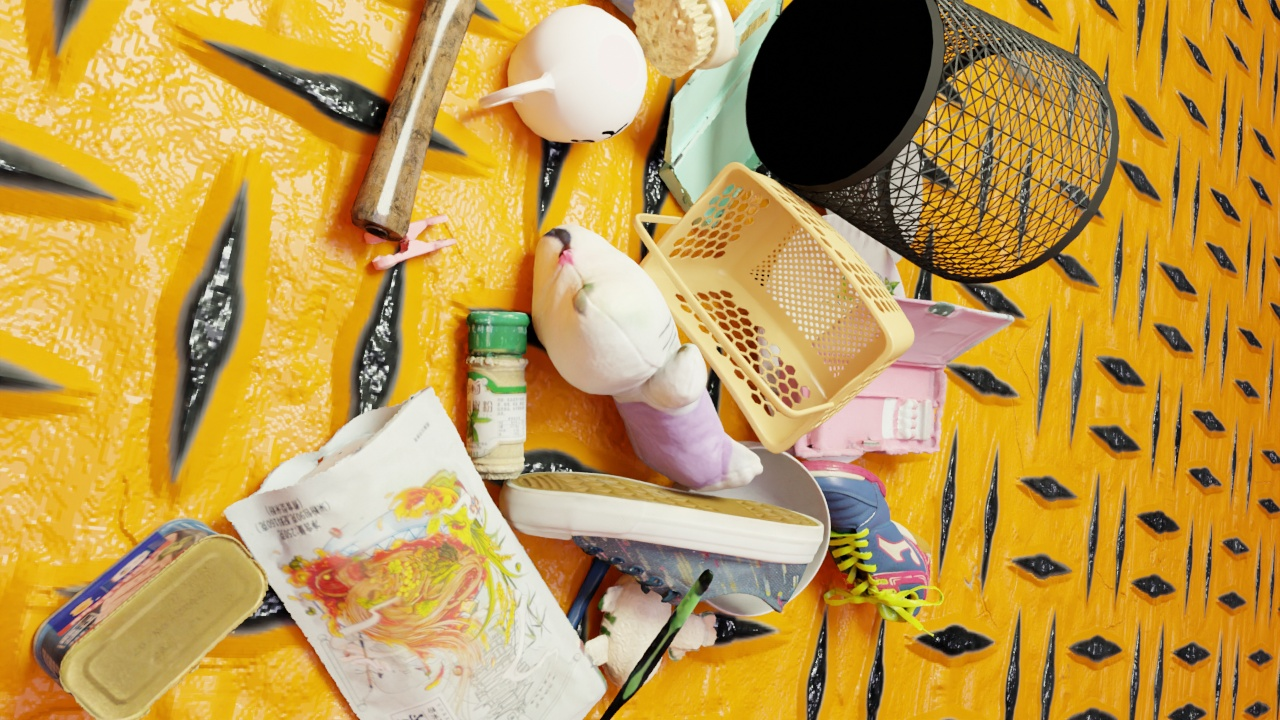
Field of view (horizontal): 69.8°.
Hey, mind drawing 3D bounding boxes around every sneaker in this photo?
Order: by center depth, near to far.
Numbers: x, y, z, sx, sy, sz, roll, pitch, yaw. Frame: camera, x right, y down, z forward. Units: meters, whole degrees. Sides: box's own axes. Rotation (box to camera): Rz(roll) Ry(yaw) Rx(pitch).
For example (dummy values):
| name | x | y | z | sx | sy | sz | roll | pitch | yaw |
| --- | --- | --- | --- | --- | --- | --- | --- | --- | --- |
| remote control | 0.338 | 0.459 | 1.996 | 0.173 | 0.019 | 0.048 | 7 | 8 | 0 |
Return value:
| name | x | y | z | sx | sy | sz | roll | pitch | yaw |
| --- | --- | --- | --- | --- | --- | --- | --- | --- | --- |
| sneaker | 0.015 | 0.131 | 0.637 | 0.235 | 0.087 | 0.079 | 12 | 93 | -17 |
| sneaker | 0.201 | 0.168 | 0.818 | 0.242 | 0.116 | 0.090 | 42 | 53 | -40 |

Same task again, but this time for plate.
| name | x | y | z | sx | sy | sz | roll | pitch | yaw |
| --- | --- | --- | --- | --- | --- | --- | --- | --- | --- |
| plate | 0.173 | -0.019 | 0.849 | 0.228 | 0.030 | 0.229 | -2 | 94 | -42 |
| plate | 0.223 | -0.176 | 0.903 | 0.172 | 0.019 | 0.173 | 0 | 90 | -42 |

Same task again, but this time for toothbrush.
| name | x | y | z | sx | sy | sz | roll | pitch | yaw |
| --- | --- | --- | --- | --- | --- | --- | --- | --- | --- |
| toothbrush | 0.004 | 0.215 | 0.644 | 0.017 | 0.014 | 0.188 | -1 | 127 | -54 |
| toothbrush | -0.039 | 0.176 | 0.670 | 0.016 | 0.017 | 0.189 | 45 | 62 | -32 |

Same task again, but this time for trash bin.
| name | x | y | z | sx | sy | sz | roll | pitch | yaw |
| --- | --- | --- | --- | --- | --- | --- | --- | --- | --- |
| trash bin | 0.226 | -0.190 | 0.741 | 0.242 | 0.217 | 0.217 | 9 | 84 | -42 |

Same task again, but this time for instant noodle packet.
| name | x | y | z | sx | sy | sz | roll | pitch | yaw |
| --- | --- | --- | --- | --- | --- | --- | --- | --- | --- |
| instant noodle packet | -0.123 | 0.161 | 0.567 | 0.146 | 0.057 | 0.269 | -34 | 113 | -23 |

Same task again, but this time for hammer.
| name | x | y | z | sx | sy | sz | roll | pitch | yaw |
| --- | --- | --- | --- | --- | --- | --- | --- | --- | --- |
| hammer | -0.125 | -0.233 | 0.577 | 0.120 | 0.033 | 0.329 | 25 | 71 | -35 |

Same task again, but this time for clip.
| name | x | y | z | sx | sy | sz | roll | pitch | yaw |
| --- | --- | --- | --- | --- | --- | --- | --- | --- | --- |
| clip | -0.142 | -0.068 | 0.577 | 0.059 | 0.023 | 0.041 | -15 | 103 | -35 |

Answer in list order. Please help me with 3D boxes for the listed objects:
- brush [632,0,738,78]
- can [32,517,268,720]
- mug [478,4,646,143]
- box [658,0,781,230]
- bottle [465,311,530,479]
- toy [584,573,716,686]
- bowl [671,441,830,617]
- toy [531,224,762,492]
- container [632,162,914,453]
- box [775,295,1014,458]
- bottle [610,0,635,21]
| name | x | y | z | sx | sy | sz | roll | pitch | yaw |
| --- | --- | --- | --- | --- | --- | --- | --- | --- | --- |
| brush | 0.026 | -0.328 | 0.648 | 0.077 | 0.062 | 0.272 | 8 | 75 | -48 |
| can | -0.243 | 0.128 | 0.460 | 0.099 | 0.059 | 0.054 | -46 | 119 | -31 |
| mug | -0.051 | -0.189 | 0.619 | 0.123 | 0.076 | 0.090 | -28 | 108 | -38 |
| box | 0.076 | -0.215 | 0.751 | 0.186 | 0.056 | 0.138 | -55 | 140 | -28 |
| bottle | -0.095 | 0.023 | 0.605 | 0.042 | 0.043 | 0.110 | 1 | 91 | -42 |
| toy | 0.001 | 0.200 | 0.683 | 0.112 | 0.050 | 0.087 | 10 | 86 | -40 |
| bowl | 0.078 | 0.130 | 0.732 | 0.131 | 0.064 | 0.132 | -1 | 92 | -18 |
| toy | -0.004 | 0.004 | 0.643 | 0.085 | 0.137 | 0.209 | -36 | 120 | 0 |
| container | 0.090 | -0.041 | 0.663 | 0.166 | 0.129 | 0.183 | -7 | 56 | -53 |
| box | 0.220 | 0.010 | 0.825 | 0.232 | 0.075 | 0.173 | 6 | 116 | -42 |
| bottle | -0.009 | -0.286 | 0.676 | 0.131 | 0.048 | 0.048 | 29 | 71 | -38 |
